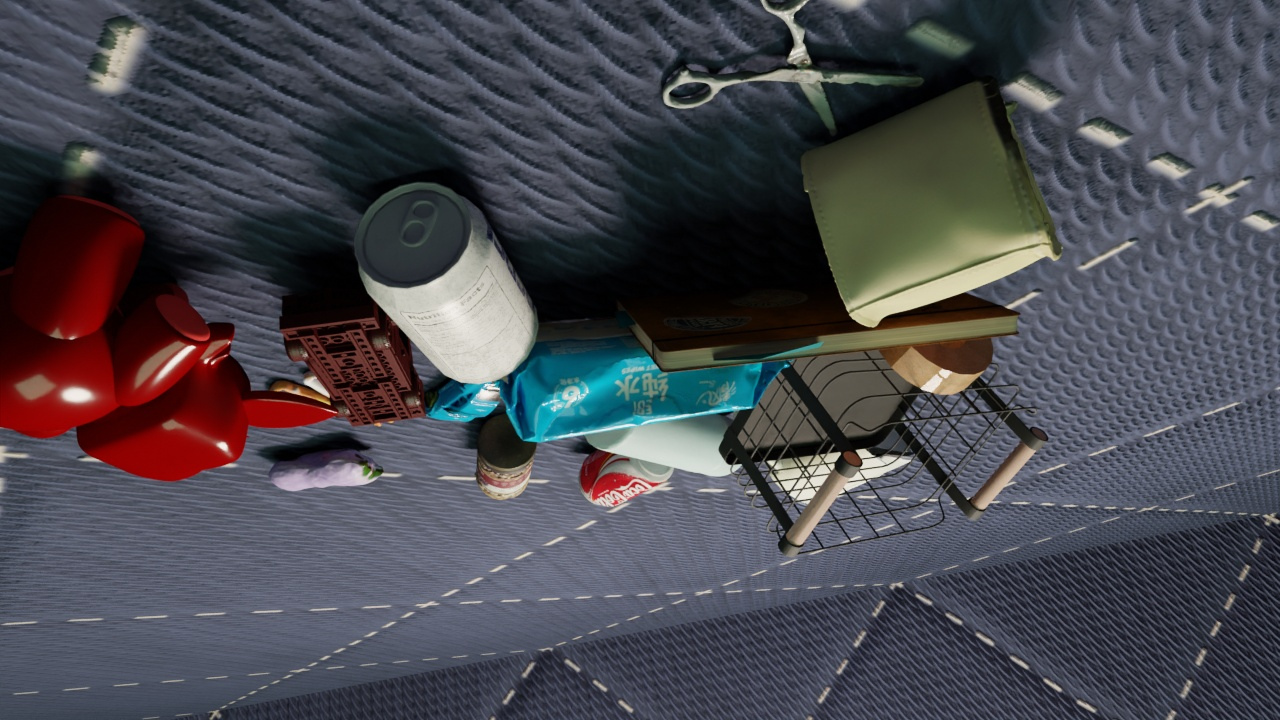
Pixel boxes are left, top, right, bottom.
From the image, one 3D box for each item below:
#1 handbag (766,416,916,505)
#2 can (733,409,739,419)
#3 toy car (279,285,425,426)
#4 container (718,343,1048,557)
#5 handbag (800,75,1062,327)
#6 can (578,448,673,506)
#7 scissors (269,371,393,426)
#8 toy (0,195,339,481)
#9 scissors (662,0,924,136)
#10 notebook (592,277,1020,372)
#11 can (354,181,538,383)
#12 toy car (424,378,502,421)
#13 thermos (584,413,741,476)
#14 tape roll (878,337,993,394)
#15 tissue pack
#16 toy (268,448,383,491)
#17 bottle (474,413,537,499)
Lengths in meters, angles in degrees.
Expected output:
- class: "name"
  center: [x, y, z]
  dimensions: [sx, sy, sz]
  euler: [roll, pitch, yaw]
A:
- class: "handbag"
  center: [0.210, 0.113, 1.060]
  dimensions: [0.175, 0.074, 0.152]
  euler: [10, 150, -37]
- class: "can"
  center: [0.155, 0.056, 0.918]
  dimensions: [0.114, 0.063, 0.063]
  euler: [0, 155, -23]
- class: "toy car"
  center: [-0.190, -0.009, 0.625]
  dimensions: [0.070, 0.061, 0.170]
  euler: [-8, 157, -6]
- class: "container"
  center: [0.205, 0.067, 0.790]
  dimensions: [0.240, 0.130, 0.163]
  euler: [-3, 134, -33]
- class: "handbag"
  center: [0.166, -0.090, 0.522]
  dimensions: [0.119, 0.111, 0.081]
  euler: [-21, 170, 29]
- class: "can"
  center: [-0.017, 0.115, 0.983]
  dimensions: [0.064, 0.064, 0.105]
  euler: [9, 151, -38]
- class: "scissors"
  center: [-0.243, 0.034, 0.769]
  dimensions: [0.074, 0.012, 0.131]
  euler: [-20, 154, 23]
- class: "toy"
  center: [-0.303, 0.004, 0.540]
  dimensions: [0.158, 0.120, 0.197]
  euler: [-20, 146, 17]
- class: "scissors"
  center: [0.080, -0.154, 0.458]
  dimensions: [0.141, 0.014, 0.172]
  euler: [-8, 161, 2]
- class: "notebook"
  center: [0.105, -0.029, 0.625]
  dimensions: [0.249, 0.014, 0.178]
  euler: [-6, -164, -9]
- class: "can"
  center: [-0.114, -0.043, 0.557]
  dimensions: [0.078, 0.078, 0.136]
  euler: [-12, 157, 4]
- class: "toy car"
  center: [-0.145, 0.032, 0.780]
  dimensions: [0.048, 0.032, 0.106]
  euler: [11, 151, -41]
- class: "thermos"
  center: [0.032, 0.071, 0.899]
  dimensions: [0.078, 0.065, 0.206]
  euler: [-26, 152, 30]
- class: "tape roll"
  center: [0.233, -0.019, 0.732]
  dimensions: [0.094, 0.094, 0.027]
  euler: [1, 144, -25]
- class: "tissue pack"
  center: [-0.004, 0.004, 0.673]
  dimensions: [0.209, 0.066, 0.117]
  euler: [-9, -163, -13]
- class: "toy"
  center: [-0.301, 0.106, 0.883]
  dimensions: [0.100, 0.036, 0.080]
  euler: [-6, 167, 3]
- class: "bottle"
  center: [-0.133, 0.096, 0.902]
  dimensions: [0.056, 0.056, 0.105]
  euler: [-5, 157, -13]
